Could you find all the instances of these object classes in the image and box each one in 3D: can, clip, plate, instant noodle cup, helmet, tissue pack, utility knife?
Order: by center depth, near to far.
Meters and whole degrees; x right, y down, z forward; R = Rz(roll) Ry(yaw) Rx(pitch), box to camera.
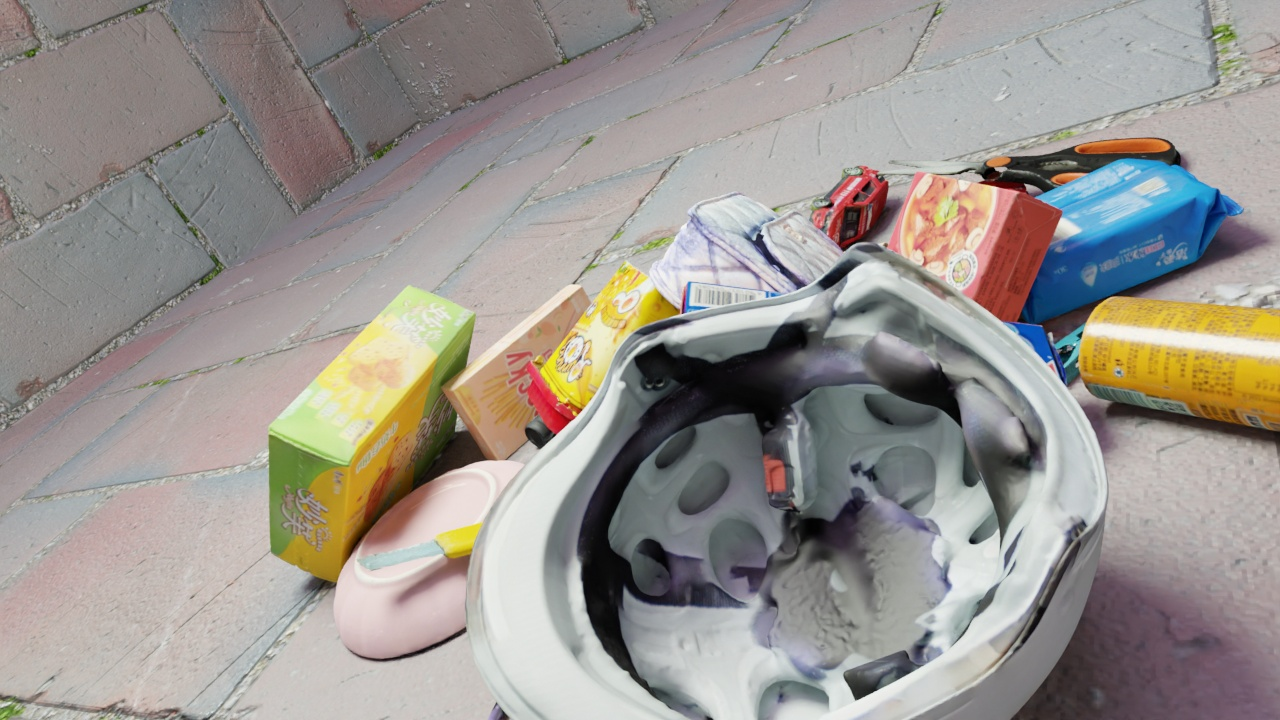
[{"bbox_3d":[0.068,0.089,0.410,0.259,0.146,0.228,-31,41,6],"label":"helmet"},{"bbox_3d":[0.297,0.003,0.450,0.058,0.058,0.146,-39,27,-22],"label":"can"},{"bbox_3d":[0.264,-0.006,0.556,0.056,0.014,0.040,-35,26,-15],"label":"clip"},{"bbox_3d":[0.302,-0.081,0.614,0.157,0.052,0.094,-24,27,11],"label":"tissue pack"},{"bbox_3d":[-0.091,0.117,0.630,0.206,0.015,0.033,-13,22,-7],"label":"utility knife"},{"bbox_3d":[-0.004,0.004,0.663,0.124,0.116,0.116,-58,25,6],"label":"instant noodle cup"},{"bbox_3d":[-0.153,0.136,0.693,0.193,0.039,0.192,-23,25,12],"label":"plate"}]

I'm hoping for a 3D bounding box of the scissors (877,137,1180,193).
[{"bbox_3d":[0.312,-0.158,0.746,0.162,0.022,0.234,-27,32,-17],"label":"scissors"}]

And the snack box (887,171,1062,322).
[{"bbox_3d":[0.202,-0.063,0.617,0.127,0.044,0.113,42,117,64],"label":"snack box"}]

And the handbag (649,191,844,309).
[{"bbox_3d":[0.093,-0.059,0.645,0.076,0.134,0.193,-53,-5,22],"label":"handbag"}]

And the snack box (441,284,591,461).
[{"bbox_3d":[-0.094,0.010,0.820,0.157,0.084,0.026,-43,31,-27],"label":"snack box"}]

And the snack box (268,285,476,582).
[{"bbox_3d":[-0.223,0.058,0.775,0.070,0.158,0.209,23,40,5],"label":"snack box"}]

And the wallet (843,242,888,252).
[{"bbox_3d":[0.149,-0.064,0.781,0.115,0.024,0.087,-10,25,33],"label":"wallet"}]

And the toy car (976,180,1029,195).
[{"bbox_3d":[0.268,-0.125,0.761,0.106,0.031,0.049,-26,26,2],"label":"toy car"}]

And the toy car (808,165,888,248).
[{"bbox_3d":[0.189,-0.136,0.838,0.045,0.053,0.120,22,46,28],"label":"toy car"}]

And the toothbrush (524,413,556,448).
[{"bbox_3d":[-0.029,0.002,0.834,0.026,0.027,0.212,30,54,19],"label":"toothbrush"}]

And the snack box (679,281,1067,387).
[{"bbox_3d":[0.122,0.004,0.510,0.207,0.058,0.057,7,42,1],"label":"snack box"}]

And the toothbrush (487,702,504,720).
[{"bbox_3d":[-0.065,0.176,0.560,0.014,0.017,0.188,-24,25,38],"label":"toothbrush"}]
